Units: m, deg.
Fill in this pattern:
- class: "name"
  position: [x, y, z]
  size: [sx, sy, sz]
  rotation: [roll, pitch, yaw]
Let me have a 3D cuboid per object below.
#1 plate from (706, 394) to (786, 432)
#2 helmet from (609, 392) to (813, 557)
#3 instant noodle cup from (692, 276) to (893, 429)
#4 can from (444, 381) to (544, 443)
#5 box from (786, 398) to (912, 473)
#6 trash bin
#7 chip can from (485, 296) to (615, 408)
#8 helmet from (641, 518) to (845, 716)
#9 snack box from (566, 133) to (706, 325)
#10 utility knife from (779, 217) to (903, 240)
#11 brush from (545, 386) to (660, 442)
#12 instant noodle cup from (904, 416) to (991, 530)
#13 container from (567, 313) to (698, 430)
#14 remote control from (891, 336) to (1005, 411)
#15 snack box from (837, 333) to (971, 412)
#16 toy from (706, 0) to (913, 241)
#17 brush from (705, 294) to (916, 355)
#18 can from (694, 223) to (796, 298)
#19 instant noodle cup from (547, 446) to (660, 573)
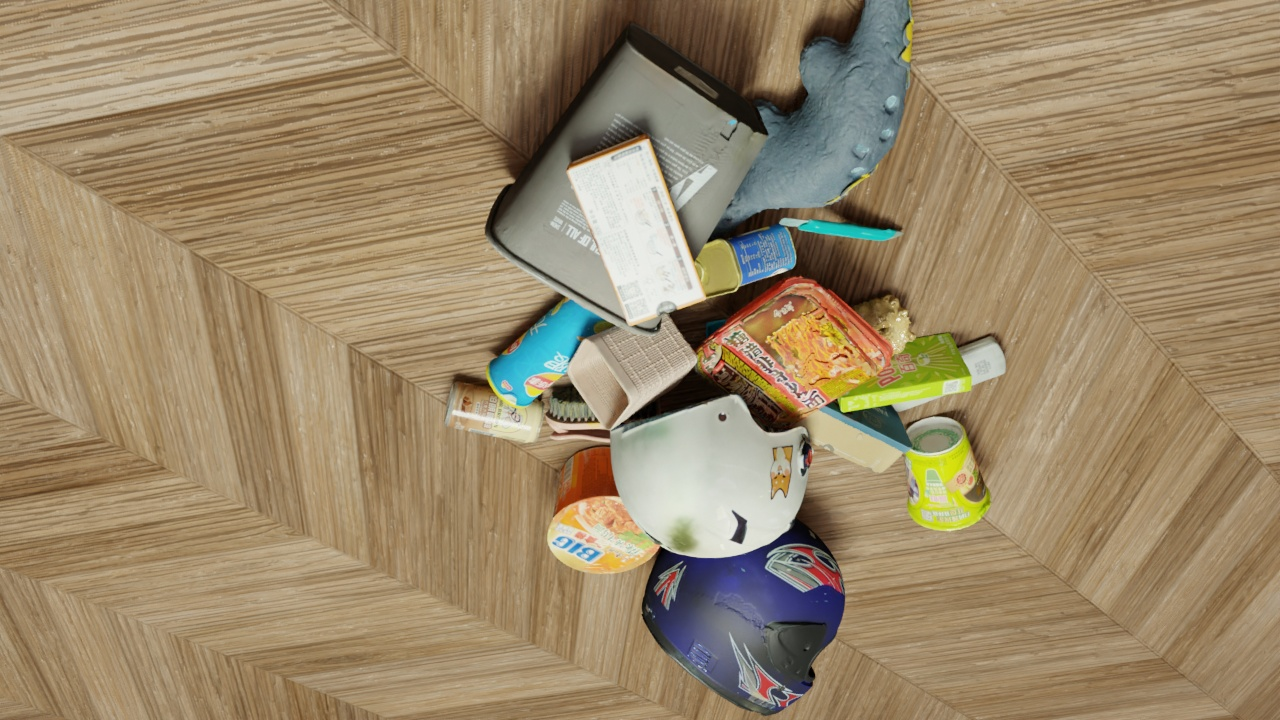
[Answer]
- class: "plate"
  position: [0.118, 0.107, 1.221]
  size: [0.179, 0.024, 0.180]
  rotation: [-3, 129, -3]
- class: "helmet"
  position: [0.087, 0.156, 1.090]
  size: [0.231, 0.156, 0.274]
  rotation: [-14, 149, 33]
- class: "instant noodle cup"
  position: [0.172, -0.018, 1.052]
  size: [0.164, 0.078, 0.189]
  rotation: [38, 127, -24]
- class: "can"
  position: [-0.183, 0.065, 1.148]
  size: [0.116, 0.058, 0.059]
  rotation: [13, 127, -14]
- class: "box"
  position: [0.262, 0.077, 1.169]
  size: [0.184, 0.089, 0.061]
  rotation: [22, 123, -23]
- class: "trash bin"
  position: [-0.006, -0.178, 0.881]
  size: [0.199, 0.198, 0.220]
  rotation: [30, 116, -14]
- class: "chip can"
  position: [-0.086, -0.030, 1.069]
  size: [0.211, 0.071, 0.071]
  rotation: [-39, 121, 24]
- class: "helmet"
  position: [0.165, 0.330, 1.273]
  size: [0.240, 0.247, 0.315]
  rotation: [-48, 127, 4]
- class: "snack box"
  position: [-0.002, -0.111, 0.800]
  size: [0.075, 0.026, 0.154]
  rotation: [-19, 111, 7]
- class: "utility knife"
  position: [0.218, -0.144, 0.996]
  size: [0.181, 0.013, 0.029]
  rotation: [0, 165, -36]
- class: "brush"
  position: [-0.047, 0.069, 1.157]
  size: [0.145, 0.063, 0.073]
  rotation: [-4, 118, 0]
- class: "instant noodle cup"
  position: [0.402, 0.145, 1.226]
  size: [0.112, 0.111, 0.123]
  rotation: [-17, 120, 10]
- class: "container"
  position: [-0.006, 0.006, 1.038]
  size: [0.110, 0.090, 0.090]
  rotation: [-27, 166, -31]
- class: "remote control"
  position: [0.387, 0.017, 1.171]
  size: [0.150, 0.021, 0.058]
  rotation: [-22, 127, 14]
- class: "snack box"
  position: [0.314, 0.014, 1.123]
  size: [0.156, 0.085, 0.026]
  rotation: [-10, 130, 5]
- class: "toy"
  position: [0.177, -0.231, 0.912]
  size: [0.138, 0.091, 0.357]
  rotation: [31, 124, -13]
- class: "brush"
  position: [0.206, -0.039, 1.108]
  size: [0.255, 0.045, 0.083]
  rotation: [-1, 132, 2]
- class: "can"
  position: [0.106, -0.107, 0.990]
  size: [0.083, 0.102, 0.057]
  rotation: [-20, 94, -27]
- class: "instant noodle cup"
  position: [-0.048, 0.194, 1.226]
  size: [0.151, 0.111, 0.152]
  rotation: [-2, 129, -2]
